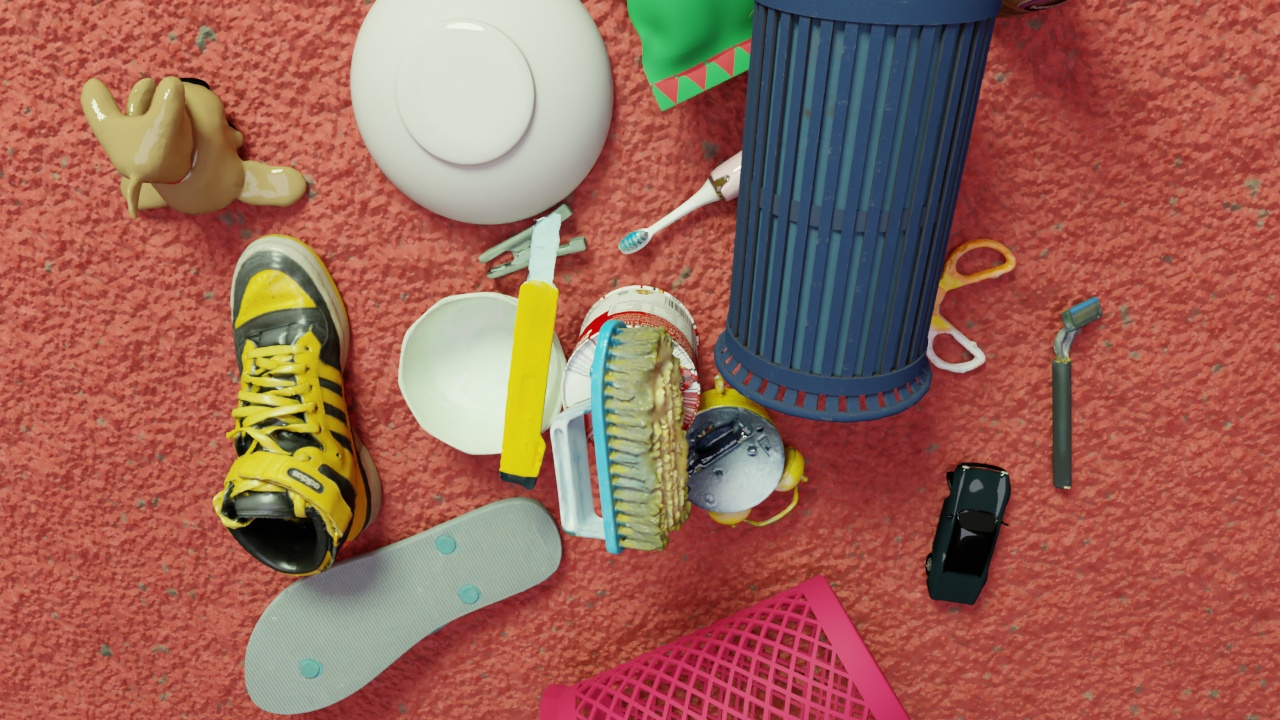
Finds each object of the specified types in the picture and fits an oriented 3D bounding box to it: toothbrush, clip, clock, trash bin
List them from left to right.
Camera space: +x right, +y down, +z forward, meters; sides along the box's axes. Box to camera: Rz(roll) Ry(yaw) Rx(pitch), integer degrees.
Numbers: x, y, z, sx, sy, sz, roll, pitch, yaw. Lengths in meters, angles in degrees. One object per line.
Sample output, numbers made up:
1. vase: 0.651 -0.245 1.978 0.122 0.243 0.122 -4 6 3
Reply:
1. clip: -0.073 -0.074 0.647 0.078 0.023 0.050 -38 100 11
2. clock: 0.069 0.073 0.666 0.083 0.057 0.119 -35 102 12
3. toothbrush: 0.079 -0.133 0.618 0.223 0.026 0.027 -31 79 11
4. trash bin: 0.121 -0.105 0.536 0.139 0.139 0.250 3 121 2

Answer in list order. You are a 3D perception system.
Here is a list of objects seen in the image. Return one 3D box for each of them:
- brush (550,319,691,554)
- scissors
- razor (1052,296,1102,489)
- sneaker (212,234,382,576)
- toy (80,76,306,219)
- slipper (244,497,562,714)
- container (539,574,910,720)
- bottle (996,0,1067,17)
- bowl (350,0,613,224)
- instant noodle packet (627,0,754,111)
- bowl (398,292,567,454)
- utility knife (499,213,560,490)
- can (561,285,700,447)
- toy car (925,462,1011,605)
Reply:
1. brush: -0.015 0.042 0.541 0.075 0.055 0.136 3 108 25
2. scissors: 0.205 -0.038 0.648 0.125 0.011 0.128 -18 104 13
3. razor: 0.305 0.027 0.660 0.042 0.022 0.144 -18 115 -33
4. sneaker: -0.249 0.039 0.639 0.086 0.122 0.239 -9 107 4
5. toy: -0.305 -0.138 0.601 0.134 0.108 0.106 -1 90 3
6. slipper: -0.190 0.180 0.723 0.269 0.054 0.098 -29 101 0
7. container: 0.070 0.270 0.675 0.226 0.183 0.183 -31 103 4
8. bottle: 0.228 -0.227 0.509 0.059 0.166 0.060 1 107 3
9. bowl: -0.107 -0.173 0.595 0.176 0.066 0.177 1 107 3
10. instant noodle packet: 0.047 -0.303 0.525 0.195 0.090 0.253 -28 107 -9
11. bowl: -0.106 0.003 0.651 0.117 0.061 0.117 1 107 3
12. utility knife: -0.070 -0.003 0.606 0.030 0.017 0.191 7 111 -5
13. can: -0.004 0.004 0.617 0.086 0.116 0.087 1 107 3
14. toy car: 0.244 0.131 0.686 0.046 0.034 0.112 8 107 0
